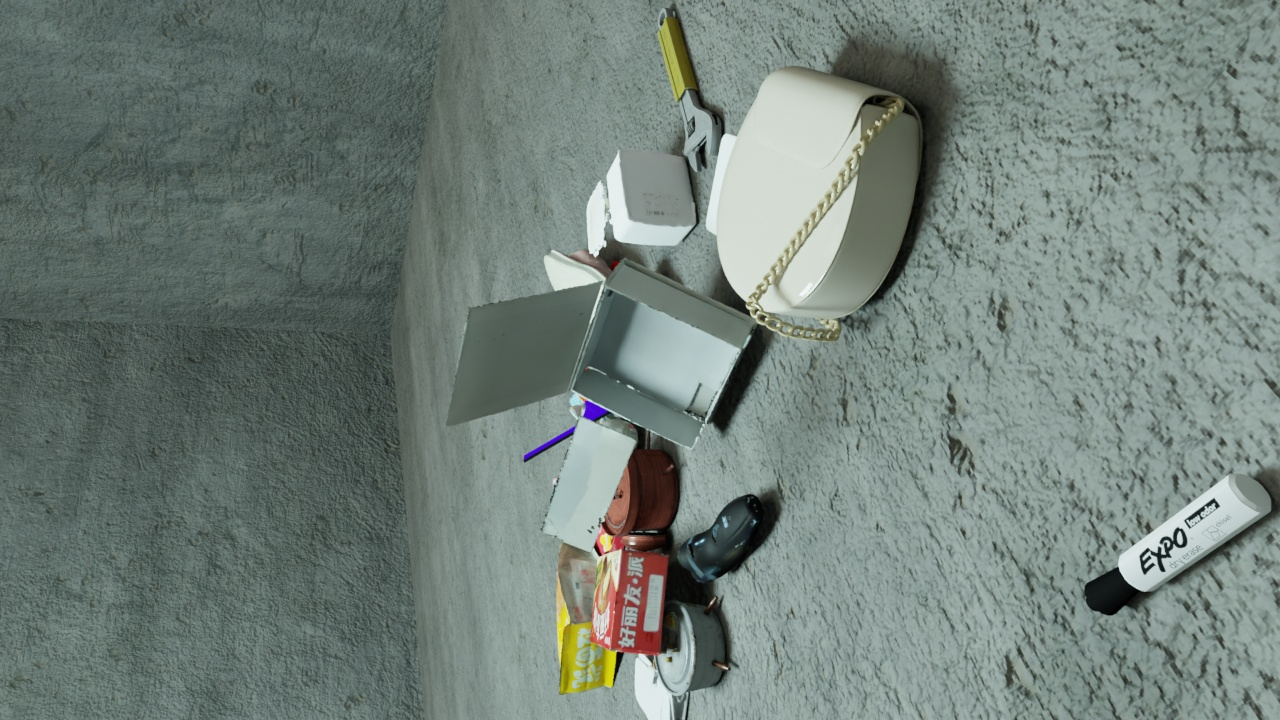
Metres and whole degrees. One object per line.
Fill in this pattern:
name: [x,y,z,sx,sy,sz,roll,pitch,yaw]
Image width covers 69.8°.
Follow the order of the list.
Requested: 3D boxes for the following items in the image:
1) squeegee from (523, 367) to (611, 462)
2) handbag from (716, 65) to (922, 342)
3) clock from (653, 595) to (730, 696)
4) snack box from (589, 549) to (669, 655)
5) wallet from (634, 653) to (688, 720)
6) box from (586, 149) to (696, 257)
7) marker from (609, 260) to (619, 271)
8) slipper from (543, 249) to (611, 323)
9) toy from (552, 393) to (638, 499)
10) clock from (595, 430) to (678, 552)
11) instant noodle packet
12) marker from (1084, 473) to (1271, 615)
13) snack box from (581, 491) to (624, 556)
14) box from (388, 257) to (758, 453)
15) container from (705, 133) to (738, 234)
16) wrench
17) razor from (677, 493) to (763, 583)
squeegee: [-0.058,0.020,1.255,0.250,0.055,0.184,-31,24,19]
handbag: [0.142,-0.145,0.810,0.210,0.103,0.209,49,129,57]
clock: [0.048,0.333,1.057,0.148,0.056,0.103,127,142,-51]
snack box: [-0.018,0.297,1.130,0.237,0.060,0.113,121,155,-74]
wallet: [0.021,0.422,1.146,0.116,0.032,0.086,-168,78,-67]
box: [-0.014,-0.184,1.164,0.137,0.124,0.108,128,138,-59]
marker: [-0.011,-0.110,1.279,0.145,0.021,0.023,-137,45,-61]
slipper: [-0.069,-0.106,1.344,0.274,0.054,0.114,36,147,55]
toy: [-0.044,0.100,1.283,0.106,0.131,0.205,-22,52,32]
clock: [-0.007,0.179,1.179,0.120,0.072,0.158,-128,46,-57]
instant noodle packet: [-0.093,0.351,1.361,0.221,0.084,0.163,-109,19,-51]
marker: [0.296,0.108,0.517,0.126,0.025,0.025,116,148,-44]
snack box: [-0.053,0.235,1.351,0.133,0.021,0.089,-120,38,-51]
box: [-0.072,-0.004,0.964,0.150,0.368,0.167,-114,33,-42]
container: [0.110,-0.178,0.954,0.081,0.049,0.129,-134,50,-60]
wrench: [0.055,-0.345,1.141,0.084,0.018,0.273,124,141,-52]
razor: [0.085,0.186,0.968,0.141,0.063,0.053,117,146,-48]
